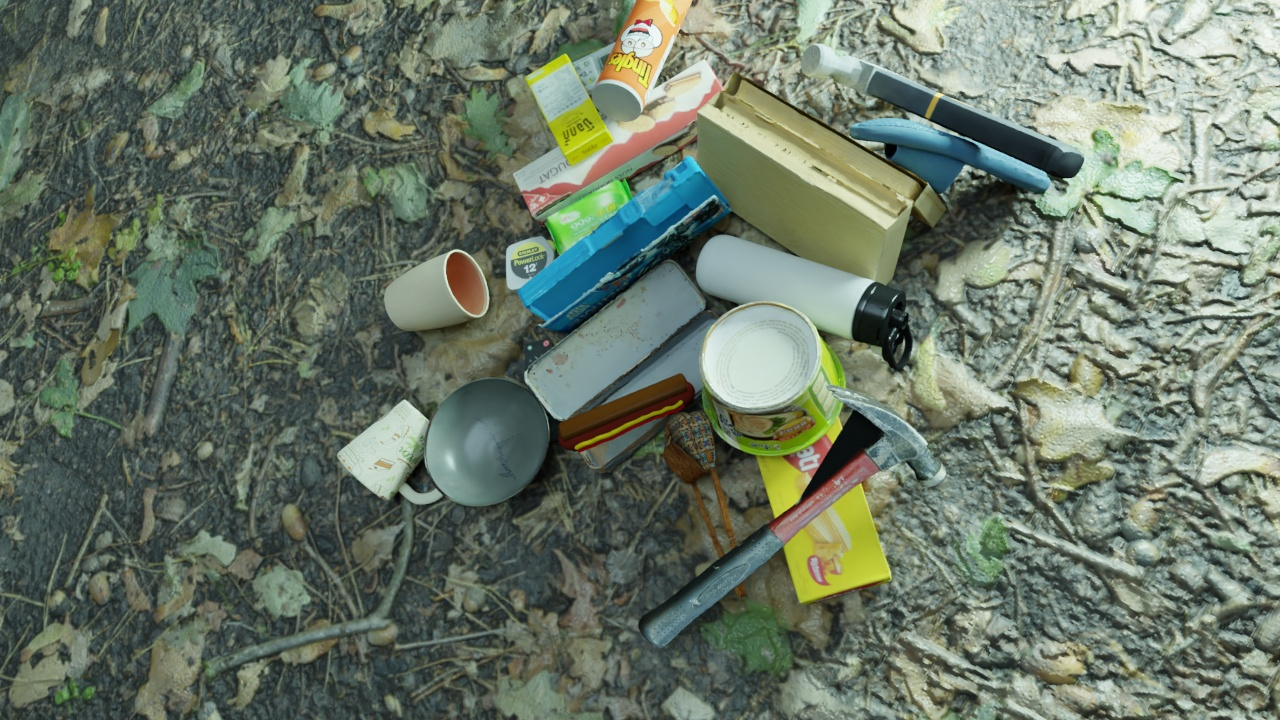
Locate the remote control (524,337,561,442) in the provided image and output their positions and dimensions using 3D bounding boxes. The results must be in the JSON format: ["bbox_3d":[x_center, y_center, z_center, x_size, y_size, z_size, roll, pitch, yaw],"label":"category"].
[{"bbox_3d":[-0.110,0.036,1.065,0.039,0.010,0.124,-14,70,13],"label":"remote control"}]

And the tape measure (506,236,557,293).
[{"bbox_3d":[-0.131,-0.116,1.114,0.064,0.017,0.065,-13,71,13],"label":"tape measure"}]

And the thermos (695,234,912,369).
[{"bbox_3d":[0.174,-0.063,0.977,0.230,0.101,0.068,22,64,30],"label":"thermos"}]

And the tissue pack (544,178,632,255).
[{"bbox_3d":[-0.049,-0.151,1.091,0.114,0.034,0.099,-28,67,5],"label":"tissue pack"}]

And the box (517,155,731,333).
[{"bbox_3d":[-0.012,-0.113,1.017,0.244,0.091,0.066,-36,57,13],"label":"box"}]

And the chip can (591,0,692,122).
[{"bbox_3d":[0.007,-0.386,1.103,0.062,0.062,0.209,12,64,20],"label":"chip can"}]

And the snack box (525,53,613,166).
[{"bbox_3d":[-0.088,-0.306,1.115,0.061,0.025,0.148,-29,59,7],"label":"snack box"}]

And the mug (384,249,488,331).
[{"bbox_3d":[-0.247,-0.089,1.114,0.104,0.085,0.111,-17,41,23],"label":"mug"}]

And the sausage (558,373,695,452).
[{"bbox_3d":[-0.015,0.058,0.972,0.156,0.040,0.040,-23,68,7],"label":"sausage"}]

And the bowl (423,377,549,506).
[{"bbox_3d":[-0.165,0.096,1.039,0.151,0.057,0.150,-5,72,16],"label":"bowl"}]

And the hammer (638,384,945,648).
[{"bbox_3d":[0.124,0.158,0.873,0.326,0.036,0.140,-41,107,9],"label":"hammer"}]

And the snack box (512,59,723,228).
[{"bbox_3d":[-0.022,-0.260,1.109,0.273,0.044,0.076,-28,66,7],"label":"snack box"}]

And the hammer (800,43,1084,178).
[{"bbox_3d":[0.303,-0.250,0.921,0.312,0.139,0.035,47,125,47],"label":"hammer"}]

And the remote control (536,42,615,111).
[{"bbox_3d":[-0.072,-0.357,1.165,0.133,0.022,0.050,-23,68,10],"label":"remote control"}]

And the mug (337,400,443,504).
[{"bbox_3d":[-0.273,0.114,1.067,0.122,0.081,0.097,42,81,2],"label":"mug"}]

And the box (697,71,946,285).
[{"bbox_3d":[0.186,-0.200,0.982,0.249,0.141,0.148,38,80,23],"label":"box"}]

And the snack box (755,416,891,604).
[{"bbox_3d":[0.178,0.136,0.928,0.092,0.042,0.200,-18,69,11],"label":"snack box"}]

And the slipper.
[{"bbox_3d":[0.316,-0.206,0.951,0.213,0.103,0.059,16,112,-4],"label":"slipper"}]

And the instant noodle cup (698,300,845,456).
[{"bbox_3d":[0.124,0.014,0.907,0.146,0.098,0.146,-7,64,15],"label":"instant noodle cup"}]

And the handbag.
[{"bbox_3d":[0.065,0.148,0.940,0.043,0.094,0.195,-14,77,-14],"label":"handbag"}]

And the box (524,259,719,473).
[{"bbox_3d":[-0.006,0.006,1.019,0.216,0.063,0.157,-39,87,3],"label":"box"}]
